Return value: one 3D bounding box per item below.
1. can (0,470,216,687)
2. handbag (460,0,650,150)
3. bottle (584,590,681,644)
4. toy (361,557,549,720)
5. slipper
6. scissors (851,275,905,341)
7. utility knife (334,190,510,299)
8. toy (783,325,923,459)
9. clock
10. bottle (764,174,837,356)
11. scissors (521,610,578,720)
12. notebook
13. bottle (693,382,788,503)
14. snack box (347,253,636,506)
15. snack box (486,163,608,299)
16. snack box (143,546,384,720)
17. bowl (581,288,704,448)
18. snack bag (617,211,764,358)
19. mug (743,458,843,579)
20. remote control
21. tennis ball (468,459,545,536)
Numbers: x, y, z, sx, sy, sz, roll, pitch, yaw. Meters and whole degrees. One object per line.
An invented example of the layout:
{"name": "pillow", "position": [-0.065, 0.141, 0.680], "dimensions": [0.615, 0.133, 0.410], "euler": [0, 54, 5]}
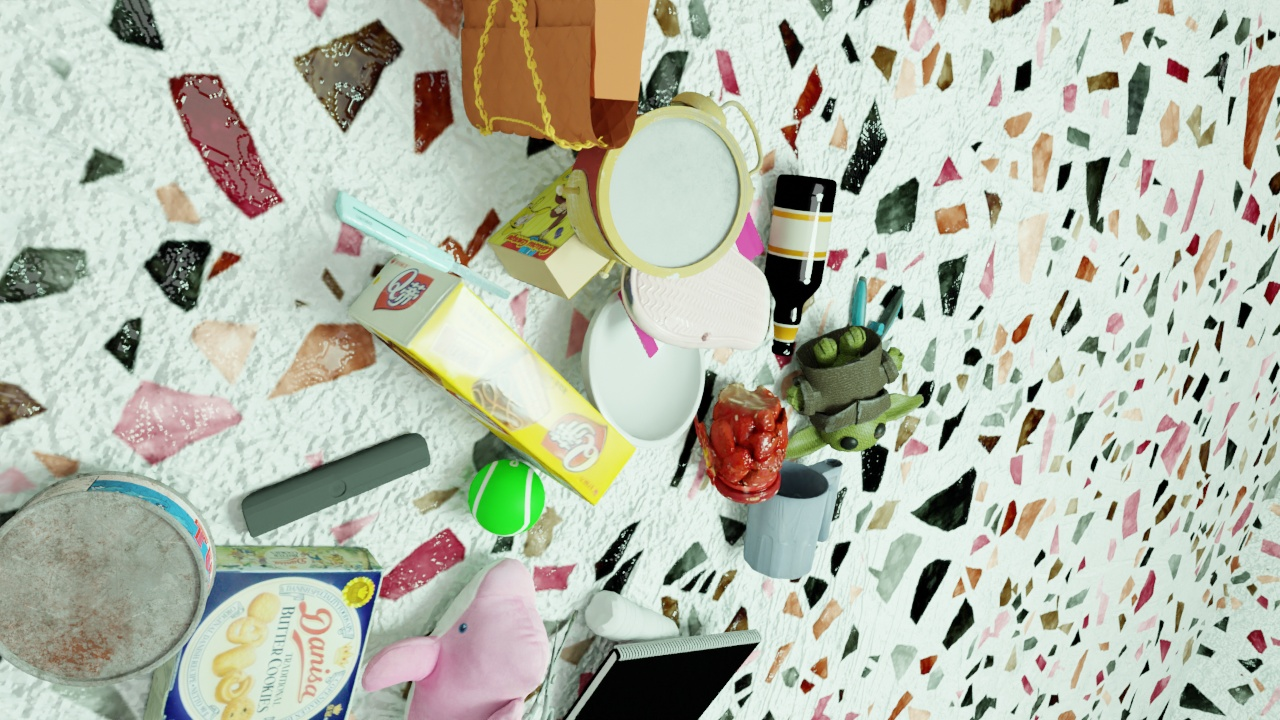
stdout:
{"name": "can", "position": [-0.347, 0.140, 0.591], "dimensions": [0.129, 0.044, 0.130], "euler": [-3, 102, -17]}
{"name": "handbag", "position": [-0.071, -0.207, 0.632], "dimensions": [0.060, 0.172, 0.109], "euler": [-8, 110, -37]}
{"name": "bottle", "position": [0.000, 0.277, 0.946], "dimensions": [0.136, 0.044, 0.044], "euler": [37, 81, -40]}
{"name": "toy", "position": [-0.146, 0.302, 0.779], "dimensions": [0.186, 0.128, 0.265], "euler": [29, 85, -47]}
{"name": "slipper", "position": [0.053, -0.059, 0.802], "dimensions": [0.221, 0.056, 0.106], "euler": [10, 82, -54]}
{"name": "scissors", "position": [0.260, -0.034, 1.061], "dimensions": [0.154, 0.019, 0.124], "euler": [-49, 128, -16]}
{"name": "utility knife", "position": [-0.164, -0.082, 0.709], "dimensions": [0.165, 0.015, 0.022], "euler": [30, 54, -42]}
{"name": "toy", "position": [0.227, 0.034, 1.011], "dimensions": [0.179, 0.078, 0.153], "euler": [-21, 119, -6]}
{"name": "clock", "position": [0.021, -0.132, 0.672], "dimensions": [0.158, 0.081, 0.117], "euler": [-34, 115, -15]}
{"name": "bottle", "position": [0.156, -0.094, 0.929], "dimensions": [0.059, 0.059, 0.182], "euler": [-6, 109, -37]}
{"name": "scissors", "position": [-0.090, 0.317, 0.878], "dimensions": [0.141, 0.014, 0.175], "euler": [-56, 158, -55]}
{"name": "notebook", "position": [0.021, 0.345, 0.970], "dimensions": [0.206, 0.016, 0.149], "euler": [8, 123, -40]}
{"name": "bottle", "position": [0.103, 0.084, 0.935], "dimensions": [0.098, 0.099, 0.111], "euler": [-24, 129, -31]}
{"name": "snack box", "position": [-0.111, 0.019, 0.722], "dimensions": [0.061, 0.110, 0.230], "euler": [-53, 130, -12]}
{"name": "snack box", "position": [-0.047, -0.114, 0.740], "dimensions": [0.125, 0.088, 0.040], "euler": [-45, 128, -17]}
{"name": "snack box", "position": [-0.283, 0.216, 0.699], "dimensions": [0.144, 0.043, 0.144], "euler": [10, 99, -40]}
{"name": "bowl", "position": [-0.005, 0.005, 0.835], "dimensions": [0.149, 0.043, 0.149], "euler": [4, 84, -45]}
{"name": "snack bag", "position": [0.051, -0.084, 0.851], "dimensions": [0.196, 0.016, 0.070], "euler": [-44, 117, -35]}
{"name": "mug", "position": [0.173, 0.171, 1.019], "dimensions": [0.123, 0.084, 0.104], "euler": [-14, 118, -38]}
{"name": "remote control", "position": [-0.234, 0.095, 0.713], "dimensions": [0.146, 0.015, 0.033], "euler": [-22, 118, -31]}
{"name": "tennis ball", "position": [-0.114, 0.117, 0.784], "dimensions": [0.065, 0.065, 0.065], "euler": [-14, 114, -35]}
